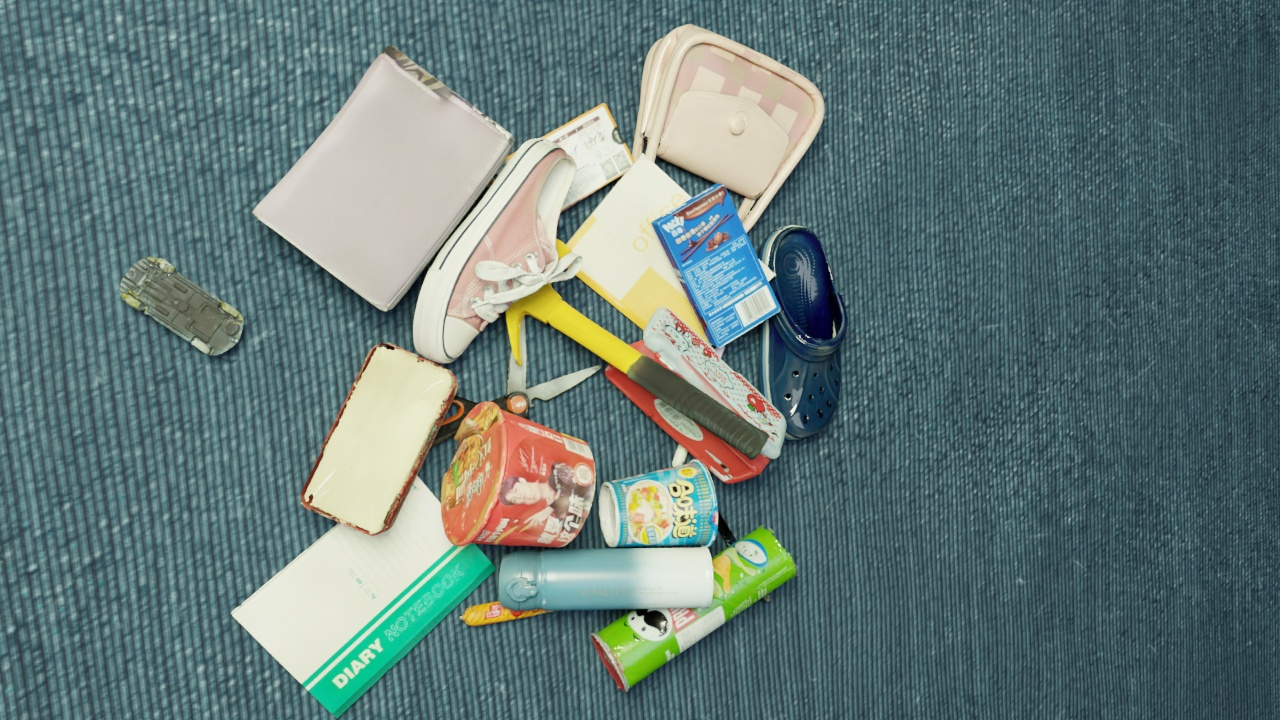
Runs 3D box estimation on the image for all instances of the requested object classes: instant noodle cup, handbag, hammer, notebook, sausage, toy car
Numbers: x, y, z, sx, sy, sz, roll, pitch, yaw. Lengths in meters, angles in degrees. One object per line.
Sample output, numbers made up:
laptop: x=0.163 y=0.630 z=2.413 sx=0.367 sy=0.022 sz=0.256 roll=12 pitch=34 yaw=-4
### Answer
instant noodle cup: x=-0.115 y=0.118 z=0.881 sx=0.108 sy=0.138 sz=0.138 roll=17 pitch=85 yaw=-30
handbag: x=-0.229 y=-0.163 z=0.836 sx=0.145 sy=0.098 sz=0.197 roll=38 pitch=88 yaw=-14
handbag: x=0.079 y=-0.228 z=1.011 sx=0.193 sy=0.093 sz=0.234 roll=18 pitch=96 yaw=-26
hammer: x=-0.005 y=0.005 z=0.922 sx=0.301 sy=0.033 sz=0.128 roll=33 pitch=85 yaw=5
notebook: x=0.030 y=-0.103 z=0.999 sx=0.206 sy=0.010 sz=0.146 roll=39 pitch=97 yaw=-23
notebook: x=-0.265 y=0.226 z=0.904 sx=0.208 sy=0.012 sz=0.150 roll=-42 pitch=110 yaw=-18
instant noodle cup: x=0.016 y=0.160 z=0.992 sx=0.109 sy=0.099 sz=0.099 roll=-3 pitch=94 yaw=-17
sausage: x=-0.111 y=0.259 z=0.972 sx=0.165 sy=0.021 sz=0.021 roll=-4 pitch=95 yaw=-25
toy car: x=-0.402 y=-0.047 z=0.809 sx=0.105 sy=0.031 sz=0.049 roll=39 pitch=77 yaw=-21

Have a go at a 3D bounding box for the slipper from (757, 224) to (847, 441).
slipper: x=0.197 y=-0.033 z=1.065 sx=0.105 sy=0.095 sz=0.253 roll=-5 pitch=92 yaw=-23

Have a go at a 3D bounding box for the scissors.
scissors: x=-0.137 y=0.063 z=0.948 sx=0.232 sy=0.022 sz=0.221 roll=-17 pitch=101 yaw=-23

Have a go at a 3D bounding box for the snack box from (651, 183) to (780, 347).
snack box: x=0.083 y=-0.101 z=0.986 sx=0.084 sy=0.026 sz=0.157 roll=-31 pitch=111 yaw=-10

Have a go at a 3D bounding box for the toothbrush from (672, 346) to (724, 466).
toothbrush: x=0.076 y=0.036 z=1.050 sx=0.020 sy=0.029 sz=0.189 roll=21 pitch=84 yaw=17

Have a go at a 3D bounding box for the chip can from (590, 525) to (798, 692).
chip can: x=0.062 y=0.272 z=1.019 sx=0.235 sy=0.072 sz=0.072 roll=-29 pitch=105 yaw=-18

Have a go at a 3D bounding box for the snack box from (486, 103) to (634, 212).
snack box: x=-0.083 y=-0.199 z=0.956 sx=0.153 sy=0.026 sz=0.075 roll=-35 pitch=107 yaw=-19

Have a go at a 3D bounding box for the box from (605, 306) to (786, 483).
box: x=0.071 y=0.033 z=1.004 sx=0.201 sy=0.096 sz=0.100 roll=43 pitch=57 yaw=-10

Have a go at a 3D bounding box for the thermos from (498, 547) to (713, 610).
thermos: x=-0.036 y=0.227 z=0.950 sx=0.220 sy=0.070 sz=0.070 roll=1 pitch=93 yaw=-9

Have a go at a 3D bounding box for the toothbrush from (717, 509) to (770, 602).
toothbrush: x=0.107 y=0.211 z=1.077 sx=0.014 sy=0.016 sz=0.189 roll=-35 pitch=106 yaw=-21

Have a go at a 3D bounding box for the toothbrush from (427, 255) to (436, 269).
toothbrush: x=-0.227 y=-0.161 z=0.894 sx=0.016 sy=0.017 sz=0.187 roll=-23 pitch=103 yaw=-21

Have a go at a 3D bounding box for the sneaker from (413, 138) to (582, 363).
sneaker: x=-0.124 y=-0.092 z=0.869 sx=0.088 sy=0.118 sz=0.241 roll=33 pitch=91 yaw=19

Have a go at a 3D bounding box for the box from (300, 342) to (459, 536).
box: x=-0.240 y=0.074 z=0.857 sx=0.091 sy=0.078 sz=0.168 roll=25 pitch=82 yaw=-5
